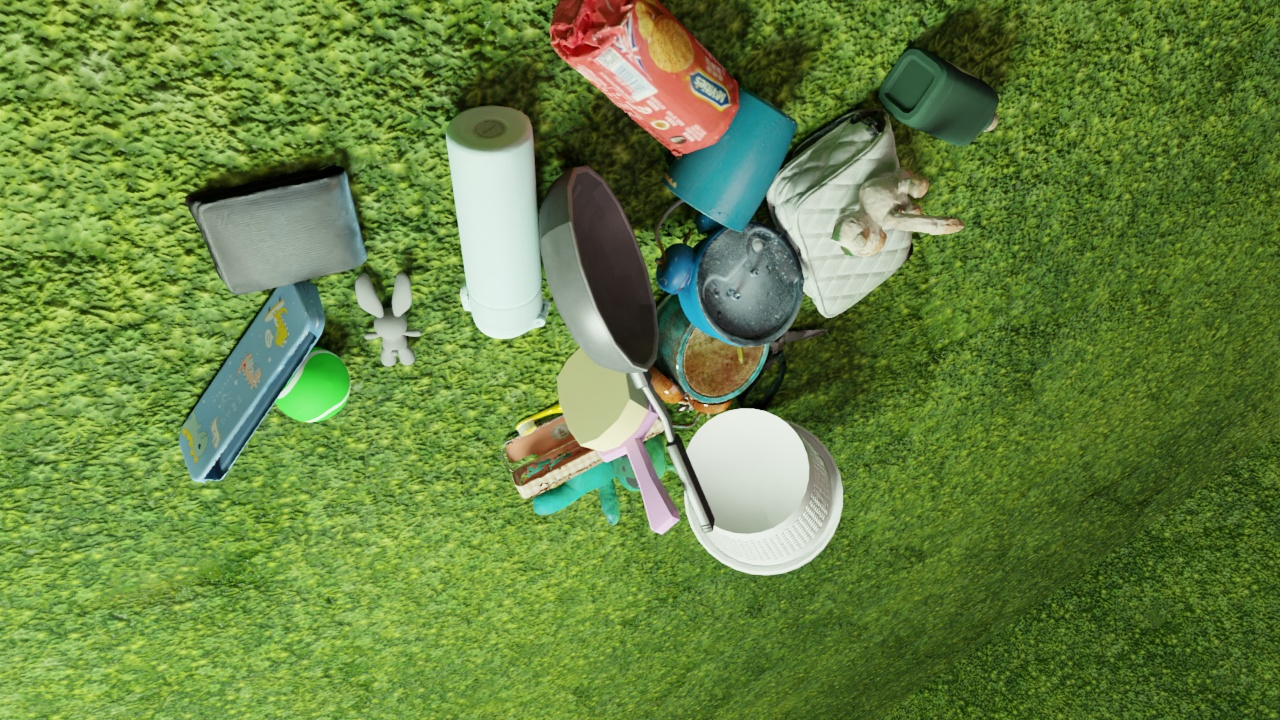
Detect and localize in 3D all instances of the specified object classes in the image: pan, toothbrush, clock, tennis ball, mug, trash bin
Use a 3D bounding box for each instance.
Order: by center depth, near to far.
[{"bbox_3d":[-0.285,0.021,0.794,0.065,0.065,0.065,-18,141,-15],"label":"tennis ball"},{"bbox_3d":[-0.005,0.005,0.802,0.041,0.178,0.357,-16,112,17],"label":"pan"},{"bbox_3d":[0.087,-0.178,0.803,0.104,0.084,0.112,-58,164,18],"label":"mug"},{"bbox_3d":[0.081,-0.085,0.866,0.116,0.060,0.161,-46,107,-16],"label":"clock"},{"bbox_3d":[0.060,-0.004,0.958,0.121,0.073,0.158,17,101,-36],"label":"clock"},{"bbox_3d":[-0.075,0.044,0.997,0.135,0.016,0.021,-29,147,1],"label":"toothbrush"},{"bbox_3d":[0.131,0.141,1.052,0.195,0.195,0.199,-32,160,3],"label":"trash bin"}]

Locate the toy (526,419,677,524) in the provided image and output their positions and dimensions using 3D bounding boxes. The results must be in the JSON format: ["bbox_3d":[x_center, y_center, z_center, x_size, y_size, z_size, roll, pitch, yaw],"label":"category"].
[{"bbox_3d":[-0.038,0.120,1.067,0.193,0.072,0.131,-15,105,-17],"label":"toy"}]

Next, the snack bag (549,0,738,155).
[{"bbox_3d":[0.004,-0.223,0.696,0.082,0.082,0.176,-42,141,17],"label":"snack bag"}]

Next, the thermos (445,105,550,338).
[{"bbox_3d":[-0.117,-0.104,0.759,0.078,0.065,0.207,6,138,2],"label":"thermos"}]

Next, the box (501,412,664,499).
[{"bbox_3d":[-0.060,0.082,1.005,0.187,0.085,0.048,-27,137,-7],"label":"box"}]

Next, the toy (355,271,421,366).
[{"bbox_3d":[-0.219,-0.033,0.805,0.049,0.030,0.112,-4,143,-8],"label":"toy"}]

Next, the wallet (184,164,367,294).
[{"bbox_3d":[-0.272,-0.098,0.699,0.114,0.026,0.089,-17,140,-15],"label":"wallet"}]

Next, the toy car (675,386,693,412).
[{"bbox_3d":[0.038,0.023,1.024,0.037,0.040,0.092,-34,142,7],"label":"toy car"}]

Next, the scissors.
[{"bbox_3d":[0.126,-0.001,1.077,0.201,0.015,0.202,-6,137,-25],"label":"scissors"}]

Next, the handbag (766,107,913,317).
[{"bbox_3d":[0.201,-0.144,0.915,0.139,0.072,0.195,-37,142,-4],"label":"handbag"}]

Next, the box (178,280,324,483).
[{"bbox_3d":[-0.329,0.019,0.765,0.037,0.065,0.210,14,126,-46],"label":"box"}]

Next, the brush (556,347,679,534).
[{"bbox_3d":[-0.019,0.069,0.890,0.089,0.228,0.043,-43,133,18],"label":"brush"}]

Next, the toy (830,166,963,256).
[{"bbox_3d":[0.222,-0.126,0.829,0.106,0.085,0.074,-26,119,-4],"label":"toy"}]

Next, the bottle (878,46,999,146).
[{"bbox_3d":[0.293,-0.242,0.865,0.131,0.061,0.061,7,128,-38],"label":"bottle"}]
